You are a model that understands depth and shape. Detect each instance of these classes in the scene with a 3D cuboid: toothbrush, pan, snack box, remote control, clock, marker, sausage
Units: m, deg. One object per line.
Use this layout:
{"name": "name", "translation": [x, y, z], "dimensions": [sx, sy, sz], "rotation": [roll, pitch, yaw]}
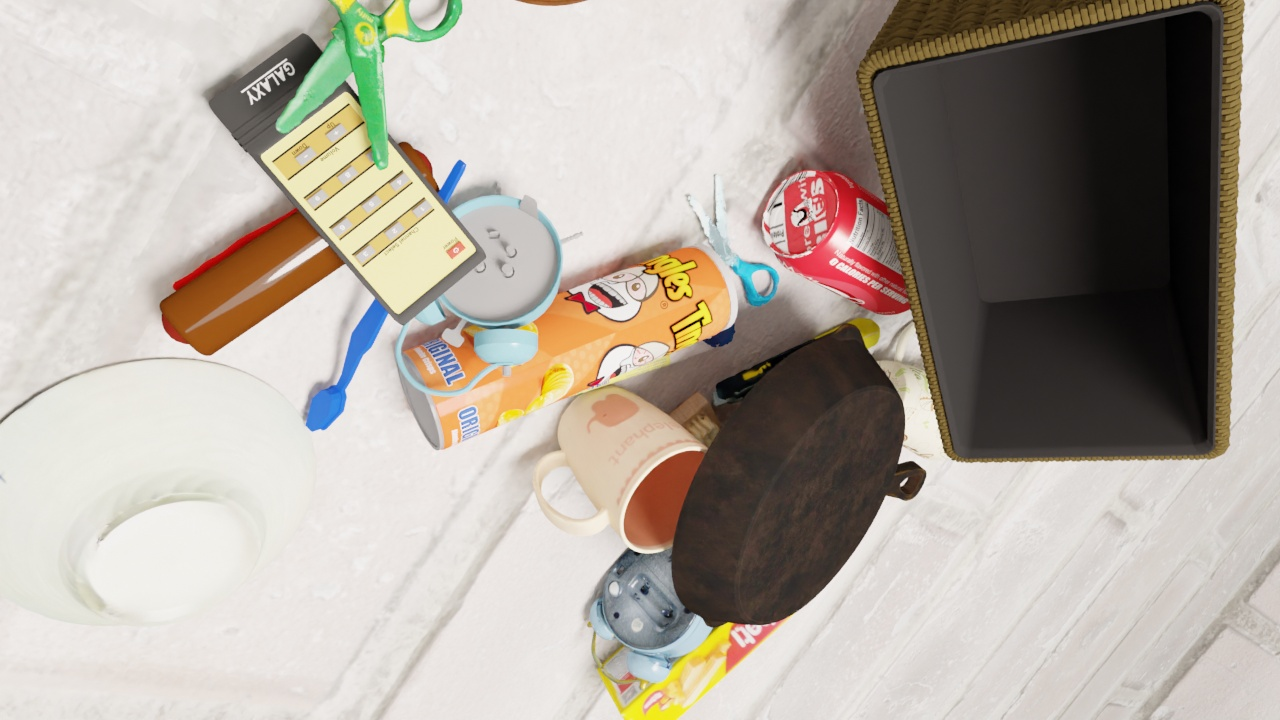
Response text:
{"name": "toothbrush", "translation": [-0.141, -0.030, 0.497], "dimensions": [0.187, 0.016, 0.011], "rotation": [-54, 166, 25]}
{"name": "pan", "translation": [0.157, 0.102, 0.707], "dimensions": [0.355, 0.043, 0.249], "rotation": [8, 108, -51]}
{"name": "snack box", "translation": [0.058, 0.233, 0.799], "dimensions": [0.200, 0.092, 0.042], "rotation": [-40, 104, -8]}
{"name": "remote control", "translation": [-0.138, -0.085, 0.443], "dimensions": [0.058, 0.013, 0.133], "rotation": [-42, 107, -10]}
{"name": "clock", "translation": [-0.090, -0.036, 0.509], "dimensions": [0.123, 0.087, 0.042], "rotation": [-58, 175, -9]}
{"name": "marker", "translation": [-0.004, 0.004, 0.652], "dimensions": [0.132, 0.014, 0.014], "rotation": [-18, 128, -28]}
{"name": "clock", "translation": [0.009, 0.207, 0.751], "dimensions": [0.124, 0.089, 0.051], "rotation": [-48, 142, -4]}
{"name": "sausage", "translation": [-0.171, -0.059, 0.465], "dimensions": [0.155, 0.040, 0.040], "rotation": [-38, 135, -12]}

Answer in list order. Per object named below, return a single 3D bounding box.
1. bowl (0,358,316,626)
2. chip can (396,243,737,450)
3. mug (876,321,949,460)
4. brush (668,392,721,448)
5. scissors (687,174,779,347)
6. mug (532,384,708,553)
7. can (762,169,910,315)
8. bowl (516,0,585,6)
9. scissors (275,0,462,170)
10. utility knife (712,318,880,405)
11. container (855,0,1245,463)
{"name": "bowl", "translation": [-0.254, 0.089, 0.488], "dimensions": [0.176, 0.058, 0.177], "rotation": [-20, 130, -26]}
{"name": "chip can", "translation": [-0.041, -0.012, 0.577], "dimensions": [0.210, 0.062, 0.062], "rotation": [-23, 130, -24]}
{"name": "mug", "translation": [0.249, 0.021, 0.828], "dimensions": [0.097, 0.081, 0.122], "rotation": [20, 85, -36]}
{"name": "brush", "translation": [0.051, 0.078, 0.729], "dimensions": [0.049, 0.039, 0.117], "rotation": [-38, 134, -9]}
{"name": "scissors", "translation": [0.053, -0.064, 0.643], "dimensions": [0.086, 0.015, 0.135], "rotation": [-48, 136, -13]}
{"name": "mug", "translation": [-0.019, 0.074, 0.625], "dimensions": [0.111, 0.104, 0.085], "rotation": [-27, 132, -19]}
{"name": "can", "translation": [0.157, -0.084, 0.671], "dimensions": [0.142, 0.074, 0.074], "rotation": [18, 107, -43]}
{"name": "bowl", "translation": [-0.051, -0.241, 0.407], "dimensions": [0.147, 0.069, 0.147], "rotation": [-19, 128, -27]}
{"name": "scissors", "translation": [-0.133, -0.154, 0.417], "dimensions": [0.119, 0.012, 0.128], "rotation": [48, 63, -34]}
{"name": "utility knife", "translation": [0.125, 0.002, 0.739], "dimensions": [0.170, 0.029, 0.020], "rotation": [-23, 126, -24]}
{"name": "container", "translation": [0.276, -0.114, 0.608], "dimensions": [0.321, 0.177, 0.204], "rotation": [64, 34, -35]}
